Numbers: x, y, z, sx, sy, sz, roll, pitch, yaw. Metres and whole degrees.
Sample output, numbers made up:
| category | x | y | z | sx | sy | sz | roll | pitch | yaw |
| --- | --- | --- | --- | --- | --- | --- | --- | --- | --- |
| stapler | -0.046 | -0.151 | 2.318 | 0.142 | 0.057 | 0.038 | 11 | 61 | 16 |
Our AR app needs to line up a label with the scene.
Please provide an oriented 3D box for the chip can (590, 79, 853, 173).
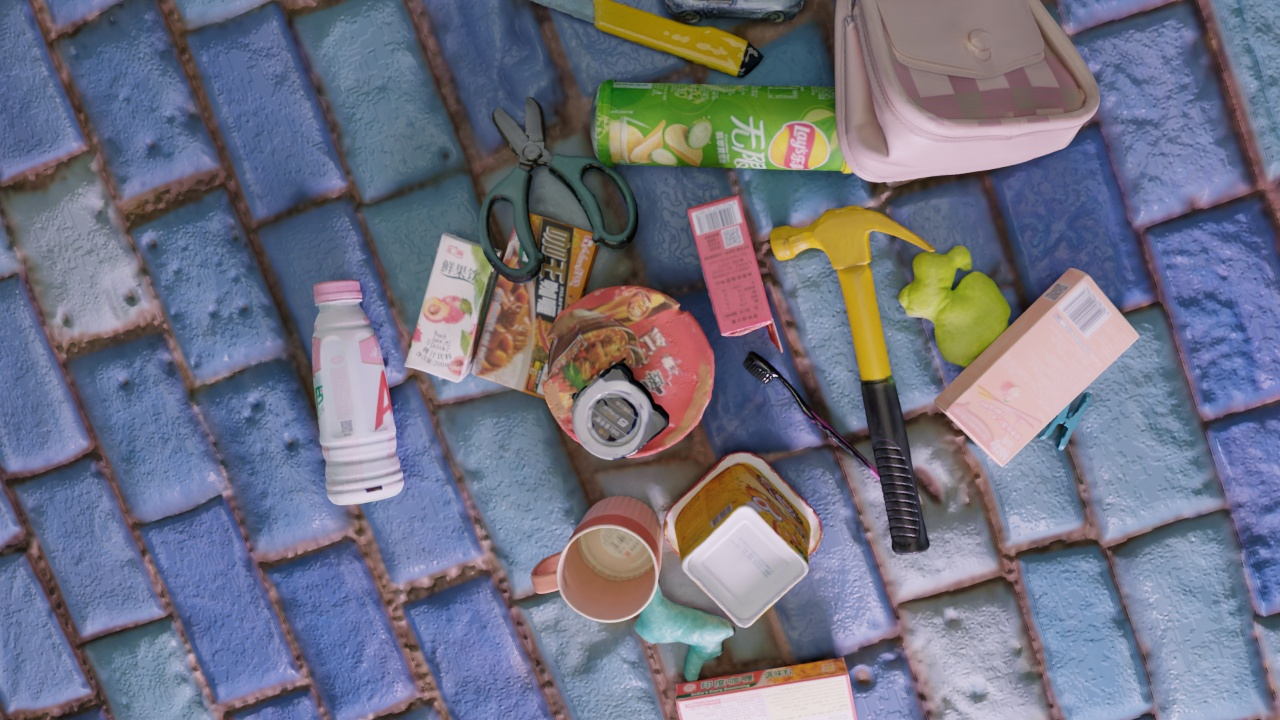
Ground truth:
| category | x | y | z | sx | sy | sz | roll | pitch | yaw |
| --- | --- | --- | --- | --- | --- | --- | --- | --- | --- |
| chip can | 0.069 | -0.194 | 0.760 | 0.221 | 0.072 | 0.072 | 3 | 97 | 5 |

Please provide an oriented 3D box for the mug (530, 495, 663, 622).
| category | x | y | z | sx | sy | sz | roll | pitch | yaw |
| --- | --- | --- | --- | --- | --- | --- | --- | --- | --- |
| mug | -0.037 | 0.172 | 0.795 | 0.114 | 0.105 | 0.081 | -18 | 94 | 7 |

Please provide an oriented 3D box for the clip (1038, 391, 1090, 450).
| category | x | y | z | sx | sy | sz | roll | pitch | yaw |
| --- | --- | --- | --- | --- | --- | --- | --- | --- | --- |
| clip | 0.366 | 0.049 | 0.788 | 0.047 | 0.014 | 0.057 | 26 | 100 | 4 |

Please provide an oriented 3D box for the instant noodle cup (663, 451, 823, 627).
| category | x | y | z | sx | sy | sz | roll | pitch | yaw |
| --- | --- | --- | --- | --- | --- | --- | --- | --- | --- |
| instant noodle cup | 0.087 | 0.154 | 0.772 | 0.116 | 0.123 | 0.116 | 45 | 98 | -1 |

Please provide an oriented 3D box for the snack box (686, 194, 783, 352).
| category | x | y | z | sx | sy | sz | roll | pitch | yaw |
| --- | --- | --- | --- | --- | --- | --- | --- | --- | --- |
| snack box | 0.075 | -0.067 | 0.753 | 0.044 | 0.113 | 0.127 | -16 | 95 | 5 |

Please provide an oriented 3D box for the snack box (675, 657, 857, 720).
| category | x | y | z | sx | sy | sz | roll | pitch | yaw |
| --- | --- | --- | --- | --- | --- | --- | --- | --- | --- |
| snack box | 0.115 | 0.320 | 0.831 | 0.156 | 0.027 | 0.077 | -11 | 106 | 6 |

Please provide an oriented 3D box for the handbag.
| category | x | y | z | sx | sy | sz | roll | pitch | yaw |
| --- | --- | --- | --- | --- | --- | --- | --- | --- | --- |
| handbag | 0.233 | -0.262 | 0.706 | 0.193 | 0.093 | 0.234 | -9 | 83 | -22 |

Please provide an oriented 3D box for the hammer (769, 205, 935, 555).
| category | x | y | z | sx | sy | sz | roll | pitch | yaw |
| --- | --- | --- | --- | --- | --- | --- | --- | --- | --- |
| hammer | 0.201 | 0.017 | 0.776 | 0.129 | 0.032 | 0.301 | -11 | 95 | 22 |

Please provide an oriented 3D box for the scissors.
| category | x | y | z | sx | sy | sz | roll | pitch | yaw |
| --- | --- | --- | --- | --- | --- | --- | --- | --- | --- |
| scissors | -0.095 | -0.141 | 0.787 | 0.171 | 0.019 | 0.177 | -40 | 83 | -9 |

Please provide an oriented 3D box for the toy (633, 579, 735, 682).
| category | x | y | z | sx | sy | sz | roll | pitch | yaw |
| --- | --- | --- | --- | --- | --- | --- | --- | --- | --- |
| toy | 0.038 | 0.248 | 0.836 | 0.092 | 0.030 | 0.096 | 15 | 109 | 5 |

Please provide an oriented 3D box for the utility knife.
| category | x | y | z | sx | sy | sz | roll | pitch | yaw |
| --- | --- | --- | --- | --- | --- | --- | --- | --- | --- |
| utility knife | 0.001 | -0.287 | 0.784 | 0.216 | 0.015 | 0.033 | 19 | 92 | 1 |

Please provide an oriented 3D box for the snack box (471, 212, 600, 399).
| category | x | y | z | sx | sy | sz | roll | pitch | yaw |
| --- | --- | --- | --- | --- | --- | --- | --- | --- | --- |
| snack box | -0.093 | -0.049 | 0.816 | 0.075 | 0.026 | 0.154 | 18 | 98 | 3 |

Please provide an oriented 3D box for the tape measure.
| category | x | y | z | sx | sy | sz | roll | pitch | yaw |
| --- | --- | --- | --- | --- | --- | --- | --- | --- | --- |
| tape measure | -0.019 | 0.042 | 0.705 | 0.066 | 0.033 | 0.066 | -38 | 90 | 6 |

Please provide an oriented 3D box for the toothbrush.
| category | x | y | z | sx | sy | sz | roll | pitch | yaw |
| --- | --- | --- | --- | --- | --- | --- | --- | --- | --- |
| toothbrush | 0.162 | 0.060 | 0.810 | 0.189 | 0.014 | 0.018 | 43 | 115 | -1 |

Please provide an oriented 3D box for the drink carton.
| category | x | y | z | sx | sy | sz | roll | pitch | yaw |
| --- | --- | --- | --- | --- | --- | --- | --- | --- | --- |
| drink carton | -0.164 | -0.048 | 0.813 | 0.053 | 0.045 | 0.122 | 17 | 99 | -2 |

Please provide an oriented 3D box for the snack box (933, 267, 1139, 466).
| category | x | y | z | sx | sy | sz | roll | pitch | yaw |
| --- | --- | --- | --- | --- | --- | --- | --- | --- | --- |
| snack box | 0.330 | 0.007 | 0.767 | 0.084 | 0.026 | 0.157 | 40 | 100 | -21 |

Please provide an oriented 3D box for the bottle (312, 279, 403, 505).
| category | x | y | z | sx | sy | sz | roll | pitch | yaw |
| --- | --- | --- | --- | --- | --- | --- | --- | --- | --- |
| bottle | -0.259 | 0.027 | 0.822 | 0.068 | 0.068 | 0.197 | -7 | 92 | 6 |

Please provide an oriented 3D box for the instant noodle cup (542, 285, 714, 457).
| category | x | y | z | sx | sy | sz | roll | pitch | yaw |
| --- | --- | --- | --- | --- | --- | --- | --- | --- | --- |
| instant noodle cup | -0.005 | 0.004 | 0.771 | 0.138 | 0.108 | 0.138 | 1 | 96 | 6 |

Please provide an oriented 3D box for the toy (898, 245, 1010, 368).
| category | x | y | z | sx | sy | sz | roll | pitch | yaw |
| --- | --- | --- | --- | --- | --- | --- | --- | --- | --- |
| toy | 0.270 | -0.046 | 0.778 | 0.100 | 0.031 | 0.097 | 20 | 97 | 4 |

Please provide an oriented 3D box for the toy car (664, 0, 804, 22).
| category | x | y | z | sx | sy | sz | roll | pitch | yaw |
| --- | --- | --- | --- | --- | --- | --- | --- | --- | --- |
| toy car | 0.078 | -0.312 | 0.759 | 0.120 | 0.037 | 0.054 | 3 | 79 | 2 |
